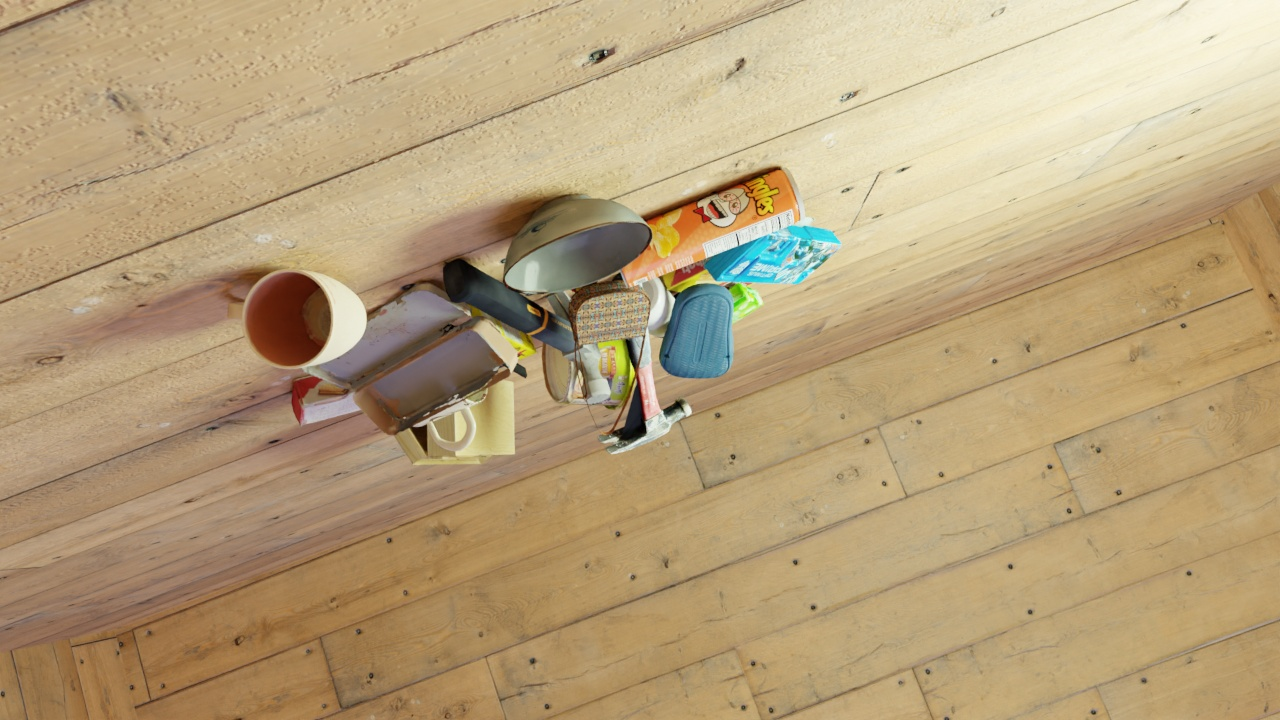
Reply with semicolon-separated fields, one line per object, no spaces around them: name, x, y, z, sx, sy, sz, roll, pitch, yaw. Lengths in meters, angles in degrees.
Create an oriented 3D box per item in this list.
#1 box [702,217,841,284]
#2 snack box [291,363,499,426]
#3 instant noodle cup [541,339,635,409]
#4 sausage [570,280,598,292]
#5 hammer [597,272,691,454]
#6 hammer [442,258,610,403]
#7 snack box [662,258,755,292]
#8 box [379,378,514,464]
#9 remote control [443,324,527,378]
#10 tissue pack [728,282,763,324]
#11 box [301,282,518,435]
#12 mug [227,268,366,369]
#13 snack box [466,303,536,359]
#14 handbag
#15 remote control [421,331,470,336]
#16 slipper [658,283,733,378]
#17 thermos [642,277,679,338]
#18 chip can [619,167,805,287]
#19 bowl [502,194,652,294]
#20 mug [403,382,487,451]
box;0.165;-0.146;1.170;0.091;0.066;0.242;-42;161;27
snack box;-0.315;0.021;1.205;0.272;0.044;0.077;-16;163;-28
instant noodle cup;-0.077;0.001;1.299;0.097;0.146;0.147;-4;164;-26
sausage;-0.059;-0.110;1.019;0.040;0.040;0.156;-18;169;-17
hammer;-0.007;0.007;1.201;0.140;0.036;0.327;-29;144;-15
hammer;-0.126;-0.043;1.050;0.035;0.139;0.312;-24;160;16
snack box;0.106;-0.125;1.254;0.092;0.042;0.200;-26;169;23
box;-0.284;0.094;1.403;0.148;0.140;0.248;-15;171;11
remote control;-0.189;-0.015;1.097;0.010;0.124;0.039;-59;-171;-1
tissue pack;0.122;-0.072;1.331;0.100;0.034;0.113;-31;170;18
box;-0.261;0.000;1.036;0.217;0.063;0.157;-26;136;30
mug;-0.308;-0.039;0.822;0.111;0.085;0.104;7;-177;4
snack box;-0.166;-0.041;1.109;0.026;0.061;0.149;-23;170;7
handbag;-0.038;-0.001;1.086;0.093;0.196;0.043;-9;-150;-19
remote control;-0.241;-0.024;1.160;0.133;0.022;0.050;-12;167;-40
slipper;0.077;-0.039;1.257;0.104;0.059;0.214;-4;146;-3
thermos;0.030;-0.083;1.284;0.101;0.068;0.230;-35;169;6
chip can;0.072;-0.147;1.018;0.210;0.062;0.062;-21;170;3
bowl;-0.068;-0.120;0.890;0.150;0.056;0.151;-19;167;-5
mug;-0.244;0.055;1.139;0.097;0.122;0.081;-29;176;23
